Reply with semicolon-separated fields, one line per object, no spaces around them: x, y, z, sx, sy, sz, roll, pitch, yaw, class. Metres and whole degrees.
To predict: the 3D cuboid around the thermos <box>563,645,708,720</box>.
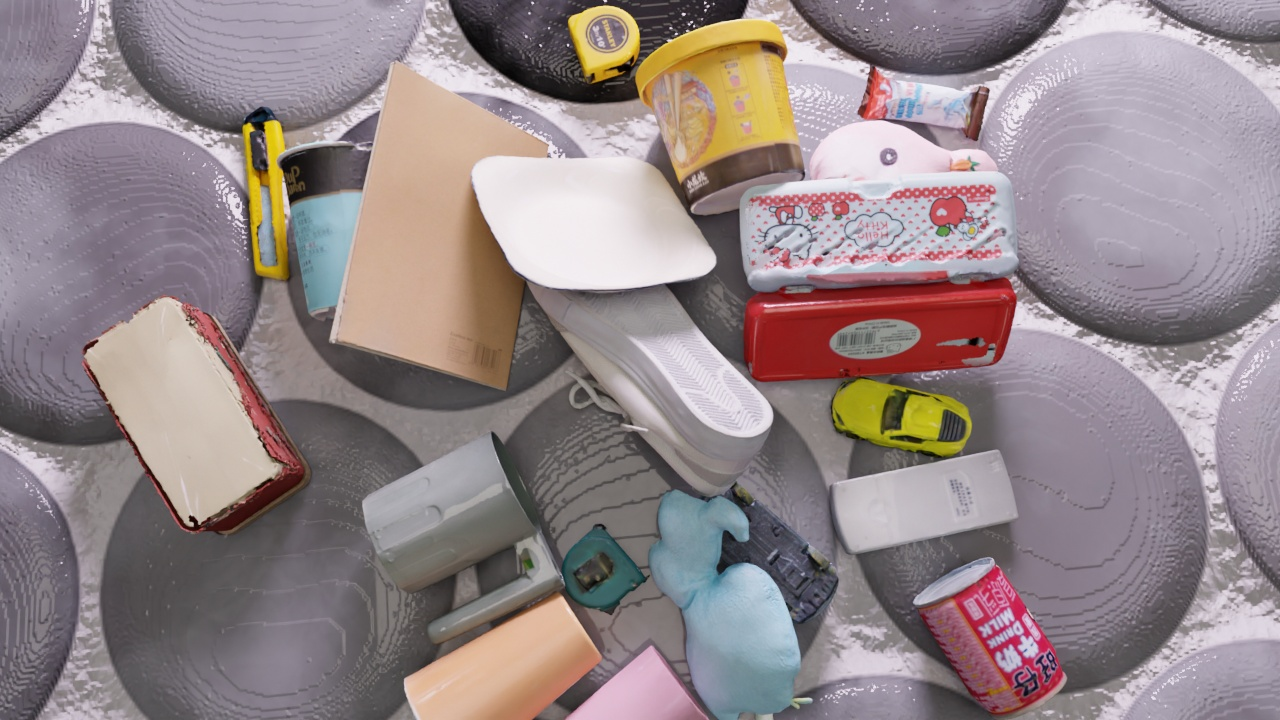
-0.042;0.293;0.628;0.198;0.067;0.087;-39;66;-9;thermos

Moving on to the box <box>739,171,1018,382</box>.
0.176;-0.059;0.680;0.201;0.065;0.160;-4;108;0;box

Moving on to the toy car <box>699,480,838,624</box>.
0.090;0.141;0.679;0.120;0.037;0.054;41;83;18;toy car

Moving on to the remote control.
0.212;0.107;0.693;0.135;0.019;0.056;-12;79;-2;remote control

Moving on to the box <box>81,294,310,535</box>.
-0.329;0.039;0.679;0.091;0.077;0.168;-35;81;-6;box

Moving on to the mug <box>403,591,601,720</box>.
-0.092;0.221;0.644;0.122;0.078;0.078;-32;80;-11;mug

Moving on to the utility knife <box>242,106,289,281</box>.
-0.304;-0.137;0.747;0.033;0.015;0.153;-10;78;1;utility knife

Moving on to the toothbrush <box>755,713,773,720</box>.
0.088;0.269;0.660;0.029;0.020;0.189;5;75;-30;toothbrush

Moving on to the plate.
-0.039;-0.099;0.695;0.164;0.034;0.163;-6;47;-24;plate

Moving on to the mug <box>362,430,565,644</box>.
-0.126;0.127;0.657;0.103;0.084;0.124;-25;78;-3;mug

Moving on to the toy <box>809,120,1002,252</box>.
0.213;-0.132;0.729;0.159;0.054;0.121;-1;80;-8;toy

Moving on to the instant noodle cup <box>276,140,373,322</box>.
-0.216;-0.093;0.699;0.111;0.111;0.120;-5;87;-1;instant noodle cup

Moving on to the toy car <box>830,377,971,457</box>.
0.199;0.043;0.700;0.105;0.032;0.048;12;79;4;toy car

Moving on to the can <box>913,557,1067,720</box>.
0.247;0.196;0.650;0.066;0.066;0.093;-30;80;-6;can

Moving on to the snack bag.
0.233;-0.213;0.757;0.104;0.026;0.048;13;90;3;snack bag

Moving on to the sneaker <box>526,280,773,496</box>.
-0.004;0.004;0.692;0.089;0.091;0.242;-23;56;-37;sneaker

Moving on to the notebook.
-0.142;-0.095;0.690;0.012;0.149;0.211;-4;73;44;notebook

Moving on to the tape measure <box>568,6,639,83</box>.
-0.029;-0.264;0.767;0.057;0.029;0.060;-18;79;-3;tape measure

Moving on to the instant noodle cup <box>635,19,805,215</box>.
0.068;-0.182;0.709;0.118;0.118;0.114;-16;86;-3;instant noodle cup

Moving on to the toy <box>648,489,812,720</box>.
0.060;0.178;0.644;0.156;0.049;0.162;34;121;36;toy

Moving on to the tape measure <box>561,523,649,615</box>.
-0.031;0.157;0.680;0.054;0.025;0.058;-41;80;-9;tape measure
